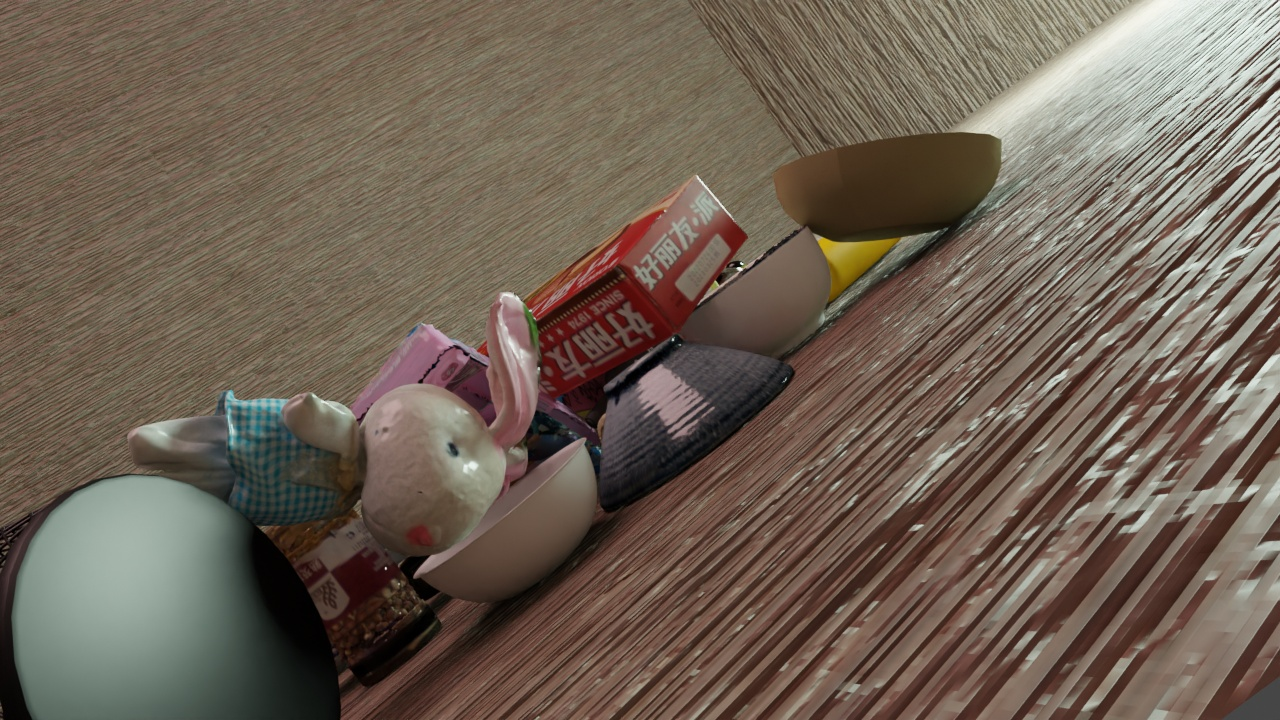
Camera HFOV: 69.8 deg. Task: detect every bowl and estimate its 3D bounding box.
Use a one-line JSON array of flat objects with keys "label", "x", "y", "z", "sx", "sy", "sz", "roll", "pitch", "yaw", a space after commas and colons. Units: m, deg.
[{"label": "bowl", "x": -0.059, "y": 0.090, "z": 0.469, "sx": 0.110, "sy": 0.040, "sz": 0.110, "roll": -38, "pitch": 3, "yaw": 2}, {"label": "bowl", "x": 0.085, "y": -0.036, "z": 0.630, "sx": 0.113, "sy": 0.063, "sz": 0.113, "roll": -37, "pitch": 2, "yaw": 1}, {"label": "bowl", "x": 0.016, "y": 0.023, "z": 0.531, "sx": 0.137, "sy": 0.057, "sz": 0.137, "roll": -37, "pitch": 2, "yaw": 1}, {"label": "bowl", "x": 0.171, "y": -0.113, "z": 0.634, "sx": 0.152, "sy": 0.050, "sz": 0.152, "roll": -6, "pitch": 0, "yaw": 0}]

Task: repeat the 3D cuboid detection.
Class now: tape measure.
[{"label": "tape measure", "x": -0.140, "y": 0.146, "z": 0.661, "sx": 0.065, "sy": 0.037, "sz": 0.064, "roll": -35, "pitch": 1, "yaw": -25}]

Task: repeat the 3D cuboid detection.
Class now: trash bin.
[{"label": "trash bin", "x": -0.243, "y": 0.155, "z": 0.345, "sx": 0.210, "sy": 0.184, "sz": 0.184, "roll": -30, "pitch": 3, "yaw": 10}]

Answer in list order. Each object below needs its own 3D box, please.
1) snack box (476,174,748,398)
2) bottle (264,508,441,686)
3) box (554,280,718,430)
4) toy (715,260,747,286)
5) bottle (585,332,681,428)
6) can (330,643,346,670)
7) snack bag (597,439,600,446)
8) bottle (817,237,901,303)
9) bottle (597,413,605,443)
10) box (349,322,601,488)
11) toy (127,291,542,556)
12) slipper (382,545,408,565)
[{"label": "snack box", "x": -0.038, "y": -0.035, "z": 0.670, "sx": 0.237, "sy": 0.060, "sz": 0.112, "roll": -28, "pitch": 20, "yaw": 50}, {"label": "bottle", "x": -0.170, "y": 0.130, "z": 0.536, "sx": 0.056, "sy": 0.105, "sz": 0.056, "roll": -37, "pitch": 2, "yaw": 1}, {"label": "box", "x": -0.008, "y": 0.006, "z": 0.811, "sx": 0.124, "sy": 0.081, "sz": 0.221, "roll": -39, "pitch": 7, "yaw": -27}, {"label": "toy", "x": 0.075, "y": -0.049, "z": 0.928, "sx": 0.152, "sy": 0.078, "sz": 0.180, "roll": -35, "pitch": -3, "yaw": -44}, {"label": "bottle", "x": -0.004, "y": 0.004, "z": 0.673, "sx": 0.112, "sy": 0.030, "sz": 0.030, "roll": -53, "pitch": 8, "yaw": -22}, {"label": "can", "x": -0.259, "y": 0.207, "z": 0.699, "sx": 0.136, "sy": 0.078, "sz": 0.078, "roll": -36, "pitch": 2, "yaw": 7}, {"label": "snack bag", "x": -0.060, "y": 0.073, "z": 0.955, "sx": 0.130, "sy": 0.039, "sz": 0.144, "roll": -37, "pitch": 10, "yaw": -20}, {"label": "bottle", "x": 0.159, "y": -0.082, "z": 0.728, "sx": 0.143, "sy": 0.043, "sz": 0.043, "roll": -38, "pitch": 2, "yaw": -38}, {"label": "bottle", "x": 0.015, "y": 0.029, "z": 0.639, "sx": 0.044, "sy": 0.044, "sz": 0.108, "roll": -35, "pitch": 4, "yaw": 45}, {"label": "box", "x": -0.091, "y": 0.054, "z": 0.596, "sx": 0.084, "sy": 0.053, "sz": 0.230, "roll": -52, "pitch": -27, "yaw": -2}, {"label": "toy", "x": -0.128, "y": 0.045, "z": 0.427, "sx": 0.205, "sy": 0.105, "sz": 0.131, "roll": -6, "pitch": -55, "yaw": -32}, {"label": "slipper", "x": -0.173, "y": 0.114, "z": 0.667, "sx": 0.098, "sy": 0.055, "sz": 0.267, "roll": -36, "pitch": 2, "yaw": 38}]
